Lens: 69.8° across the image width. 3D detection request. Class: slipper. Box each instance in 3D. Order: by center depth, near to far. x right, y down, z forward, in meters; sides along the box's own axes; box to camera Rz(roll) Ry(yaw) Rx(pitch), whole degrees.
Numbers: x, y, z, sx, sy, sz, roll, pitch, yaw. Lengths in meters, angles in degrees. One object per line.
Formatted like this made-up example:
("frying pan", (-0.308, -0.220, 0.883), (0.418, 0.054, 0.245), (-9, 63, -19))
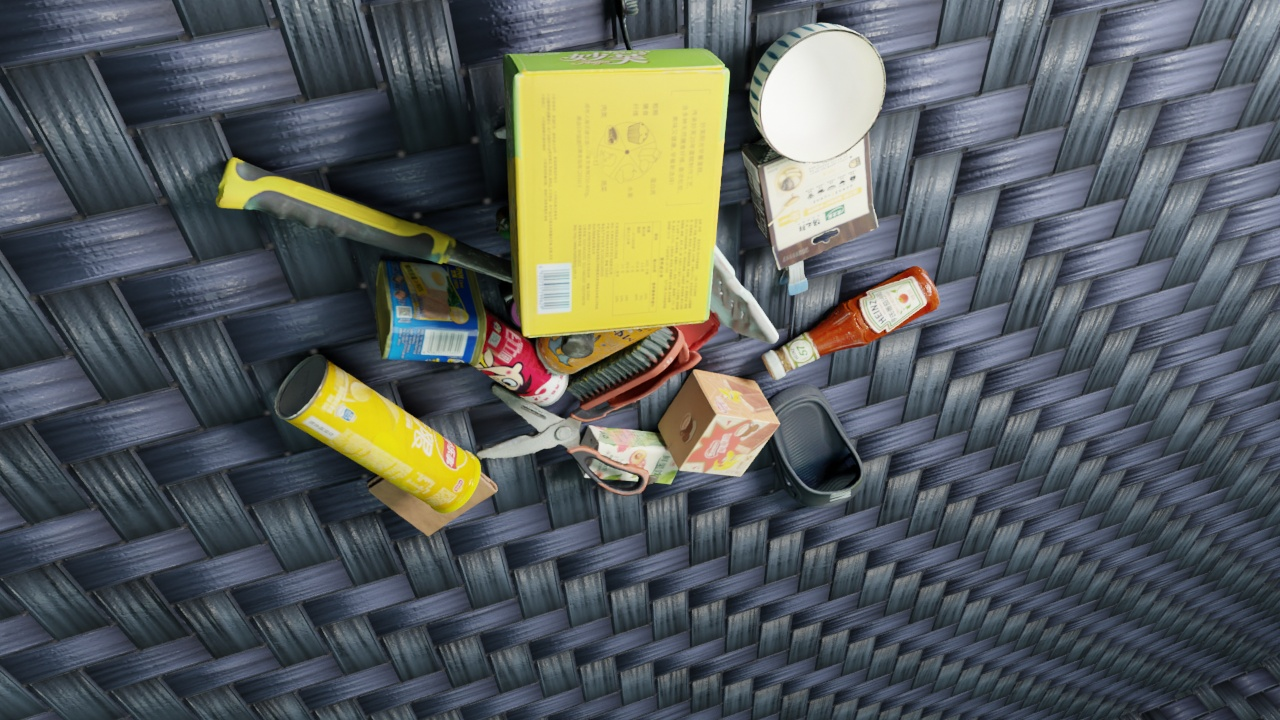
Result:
("slipper", (0.233, 0.137, 1.200), (0.111, 0.083, 0.268), (-28, 135, 5))

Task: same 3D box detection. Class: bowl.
("bowl", (0.147, -0.239, 0.802), (0.116, 0.066, 0.117), (-9, 126, -12))

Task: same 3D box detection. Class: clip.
("clip", (0.164, -0.100, 0.985), (0.027, 0.043, 0.058), (-16, 132, -9))

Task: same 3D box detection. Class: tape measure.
("tape measure", (-0.104, -0.060, 0.885), (0.057, 0.039, 0.058), (-25, 132, 0))

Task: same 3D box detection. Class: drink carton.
("drink carton", (-0.012, 0.111, 1.086), (0.122, 0.045, 0.054), (8, 118, -31))

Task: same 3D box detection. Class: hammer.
("hammer", (-0.182, -0.100, 0.776), (0.323, 0.126, 0.032), (17, 143, -24))

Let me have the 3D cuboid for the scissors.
("scissors", (-0.067, 0.082, 1.011), (0.225, 0.015, 0.189), (-25, 109, -13))

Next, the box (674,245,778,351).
("box", (0.040, -0.075, 0.915), (0.155, 0.073, 0.201), (-11, 144, 29))

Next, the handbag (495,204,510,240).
("handbag", (-0.055, -0.152, 0.782), (0.120, 0.068, 0.132), (-3, 143, -28))

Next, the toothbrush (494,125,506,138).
("toothbrush", (-0.034, -0.217, 0.783), (0.187, 0.016, 0.017), (-16, 128, -10))

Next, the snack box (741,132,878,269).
("snack box", (0.167, -0.169, 0.894), (0.113, 0.053, 0.126), (-23, 137, -3))

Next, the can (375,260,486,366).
("can", (-0.189, -0.044, 0.817), (0.083, 0.102, 0.057), (3, 130, -24))

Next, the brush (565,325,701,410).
("brush", (-0.006, 0.005, 0.933), (0.069, 0.063, 0.146), (36, 139, -26))

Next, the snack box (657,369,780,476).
("snack box", (0.090, 0.075, 1.075), (0.094, 0.077, 0.093), (10, 126, -32))

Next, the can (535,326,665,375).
("can", (-0.035, -0.035, 0.882), (0.058, 0.058, 0.146), (23, 145, -39))

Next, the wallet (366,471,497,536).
("wallet", (-0.234, 0.144, 1.037), (0.101, 0.020, 0.115), (-34, 134, 6))

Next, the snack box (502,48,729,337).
("snack box", (-0.022, -0.128, 0.710), (0.157, 0.070, 0.210), (-6, 122, -13))

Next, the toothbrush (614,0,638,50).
("toothbrush", (0.002, -0.226, 0.772), (0.017, 0.014, 0.189), (-24, 128, -15))

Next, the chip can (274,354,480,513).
("chip can", (-0.256, 0.078, 0.914), (0.072, 0.072, 0.213), (-37, 132, 12))

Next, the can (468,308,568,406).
("can", (-0.132, -0.003, 0.915), (0.053, 0.053, 0.132), (-39, 135, 13))

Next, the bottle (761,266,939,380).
("bottle", (0.237, -0.039, 1.047), (0.206, 0.059, 0.060), (-27, 137, 4))
